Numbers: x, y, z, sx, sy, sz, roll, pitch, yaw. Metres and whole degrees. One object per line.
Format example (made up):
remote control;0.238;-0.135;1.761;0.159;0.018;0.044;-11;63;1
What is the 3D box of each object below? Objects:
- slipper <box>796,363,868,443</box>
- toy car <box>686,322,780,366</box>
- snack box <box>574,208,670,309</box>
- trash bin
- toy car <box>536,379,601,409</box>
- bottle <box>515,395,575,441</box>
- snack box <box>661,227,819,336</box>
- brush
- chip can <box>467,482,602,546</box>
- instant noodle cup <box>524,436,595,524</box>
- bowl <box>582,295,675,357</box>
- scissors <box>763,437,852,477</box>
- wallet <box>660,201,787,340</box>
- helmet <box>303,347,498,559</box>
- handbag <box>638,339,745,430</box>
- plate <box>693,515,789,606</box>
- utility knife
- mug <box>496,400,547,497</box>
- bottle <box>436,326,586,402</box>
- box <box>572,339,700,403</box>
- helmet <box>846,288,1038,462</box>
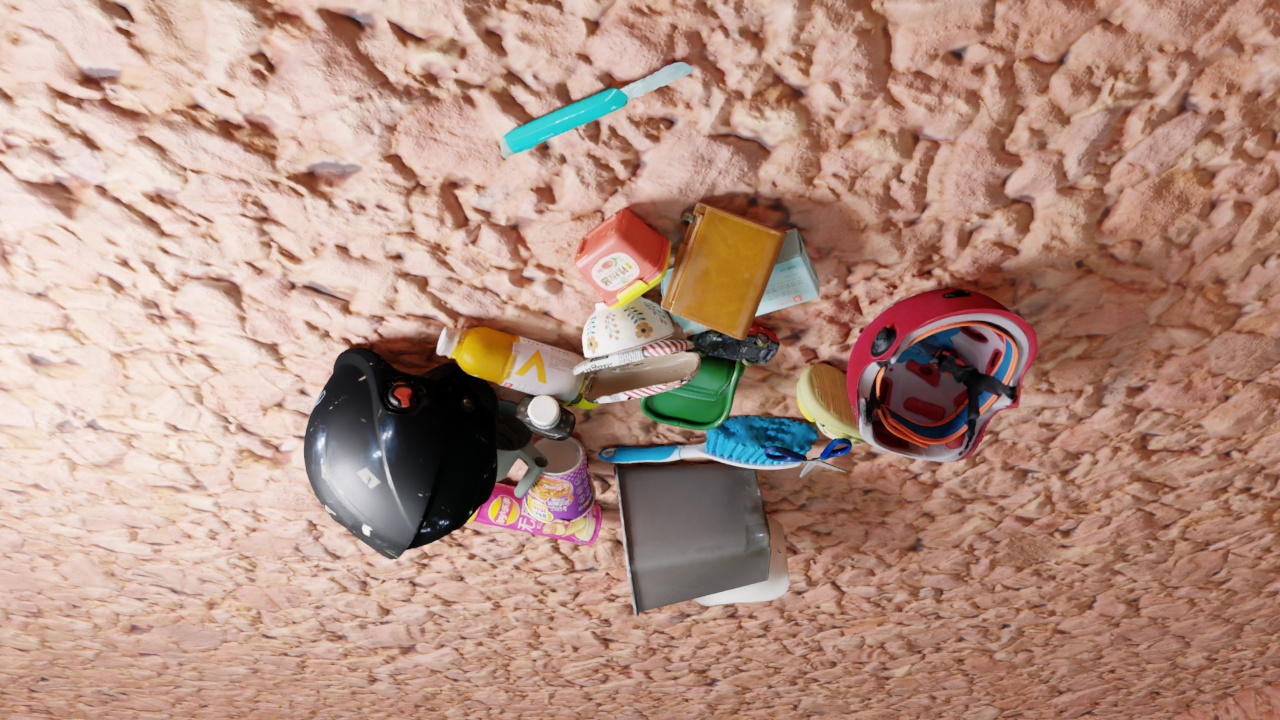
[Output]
slipper;0.275;0.076;1.264;0.190;0.091;0.082;24;137;-33
toy car;0.116;-0.028;1.164;0.120;0.045;0.053;10;138;-21
snack box;-0.022;-0.117;1.031;0.091;0.081;0.080;-32;118;32
trash bin;0.078;0.263;1.423;0.220;0.198;0.199;-9;140;-2
toy car;-0.097;0.045;1.262;0.105;0.032;0.048;14;139;-20
bottle;-0.123;0.072;1.192;0.080;0.044;0.195;20;170;-2
snack box;0.117;-0.090;1.082;0.175;0.051;0.074;-16;138;19
brush;0.097;0.127;1.355;0.314;0.060;0.110;5;144;-2
chip can;-0.170;0.246;1.477;0.210;0.071;0.072;17;138;-20
instant noodle cup;-0.121;0.171;1.365;0.111;0.111;0.099;0;132;-2
bowl;-0.020;-0.047;1.109;0.114;0.113;0.062;-14;98;16
scissors;0.245;0.139;1.302;0.162;0.012;0.176;8;155;-19
wallet;0.084;-0.102;1.023;0.119;0.035;0.131;22;109;7
helmet;-0.321;0.119;1.195;0.274;0.229;0.234;41;137;-8
handbag;0.066;0.028;1.214;0.131;0.067;0.120;11;134;-13
plate;0.157;0.319;1.503;0.164;0.164;0.034;-8;135;7
utility knife;-0.049;-0.249;0.911;0.222;0.013;0.029;-16;137;22
mug;-0.194;0.132;1.308;0.124;0.083;0.104;45;138;8
bottle;-0.165;0.001;1.177;0.189;0.067;0.068;18;138;-21
box;-0.009;-0.002;1.133;0.164;0.074;0.081;-13;121;29
helmet;0.356;-0.002;1.129;0.206;0.143;0.241;15;124;-20
